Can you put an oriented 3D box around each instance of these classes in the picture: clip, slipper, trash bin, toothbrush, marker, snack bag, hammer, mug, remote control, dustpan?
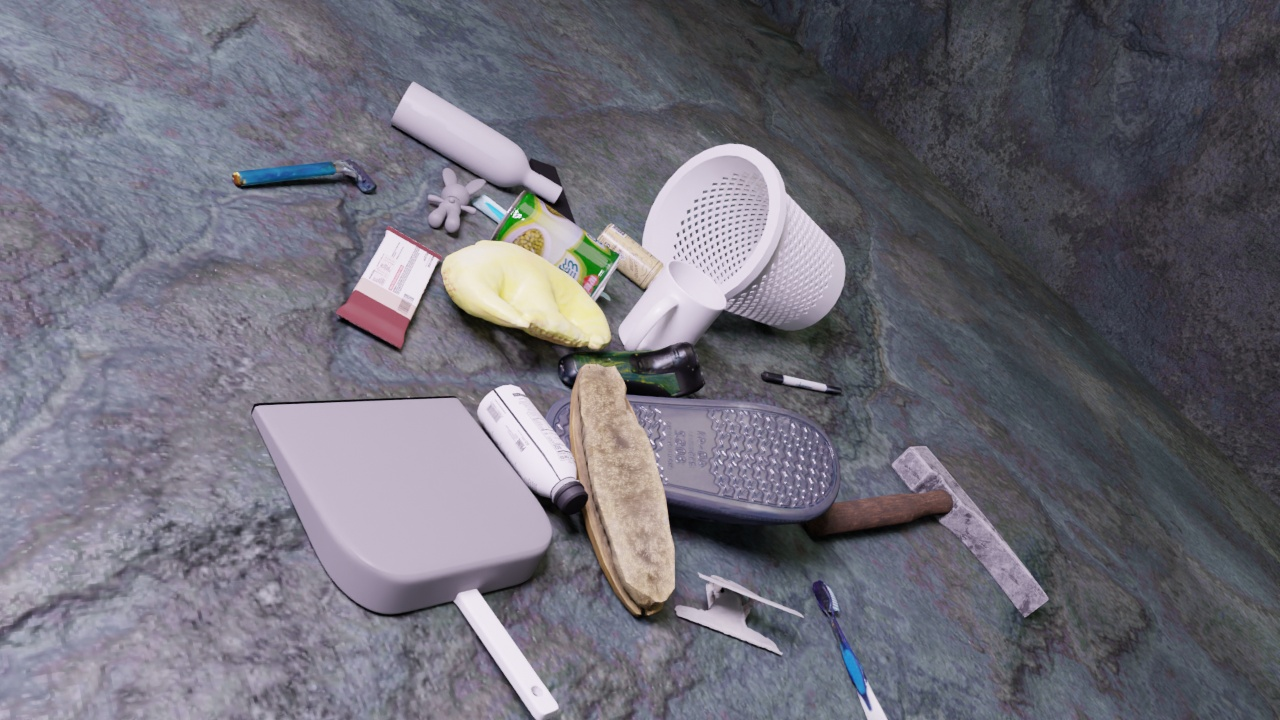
[{"bbox_3d":[0.072,0.190,0.713,0.102,0.052,0.057,27,59,-22],"label":"clip"},{"bbox_3d":[0.041,0.094,0.776,0.268,0.084,0.110,9,52,-16],"label":"slipper"},{"bbox_3d":[0.141,-0.129,1.116,0.199,0.196,0.195,23,30,-45],"label":"trash bin"},{"bbox_3d":[0.180,0.259,0.748,0.017,0.016,0.188,30,27,-36],"label":"toothbrush"},{"bbox_3d":[0.197,0.028,1.113,0.152,0.011,0.011,11,38,-41],"label":"marker"},{"bbox_3d":[-0.209,-0.065,0.775,0.057,0.013,0.157,31,29,-18],"label":"snack bag"},{"bbox_3d":[0.288,0.187,0.958,0.299,0.037,0.217,3,44,-46],"label":"hammer"},{"bbox_3d":[0.024,-0.041,0.928,0.074,0.091,0.110,44,29,10],"label":"mug"},{"bbox_3d":[-0.104,-0.190,1.081,0.034,0.013,0.150,14,36,-31],"label":"remote control"},{"bbox_3d":[-0.125,0.117,0.590,0.162,0.033,0.257,0,37,-49],"label":"dustpan"}]

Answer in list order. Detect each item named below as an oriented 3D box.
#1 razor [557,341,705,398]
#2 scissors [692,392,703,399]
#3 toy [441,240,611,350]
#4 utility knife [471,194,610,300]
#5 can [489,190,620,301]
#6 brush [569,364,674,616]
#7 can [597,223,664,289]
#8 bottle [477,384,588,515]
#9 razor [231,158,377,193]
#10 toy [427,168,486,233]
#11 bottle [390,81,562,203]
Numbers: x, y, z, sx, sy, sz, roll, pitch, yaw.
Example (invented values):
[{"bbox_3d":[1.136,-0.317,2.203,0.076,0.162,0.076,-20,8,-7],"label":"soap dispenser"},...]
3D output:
[{"bbox_3d":[-0.005,0.005,0.857,0.151,0.067,0.054,3,55,-36],"label":"razor"},{"bbox_3d":[0.108,0.079,0.930,0.157,0.013,0.165,11,38,-44],"label":"scissors"},{"bbox_3d":[-0.104,-0.060,0.830,0.170,0.065,0.155,14,25,-45],"label":"toy"},{"bbox_3d":[-0.103,-0.118,0.973,0.179,0.015,0.022,38,28,2],"label":"utility knife"},{"bbox_3d":[-0.085,-0.111,0.929,0.121,0.067,0.067,35,28,-7],"label":"can"},{"bbox_3d":[-0.015,0.090,0.681,0.059,0.043,0.195,-7,69,-19],"label":"brush"},{"bbox_3d":[-0.014,-0.119,1.055,0.079,0.038,0.038,38,28,-1],"label":"can"},{"bbox_3d":[-0.078,0.068,0.683,0.041,0.041,0.116,4,34,-47],"label":"bottle"},{"bbox_3d":[-0.297,-0.166,0.814,0.042,0.022,0.143,44,29,14],"label":"razor"},{"bbox_3d":[-0.188,-0.164,0.929,0.049,0.030,0.111,17,37,-8],"label":"toy"},{"bbox_3d":[-0.176,-0.233,1.020,0.195,0.053,0.052,29,29,-16],"label":"bottle"}]
